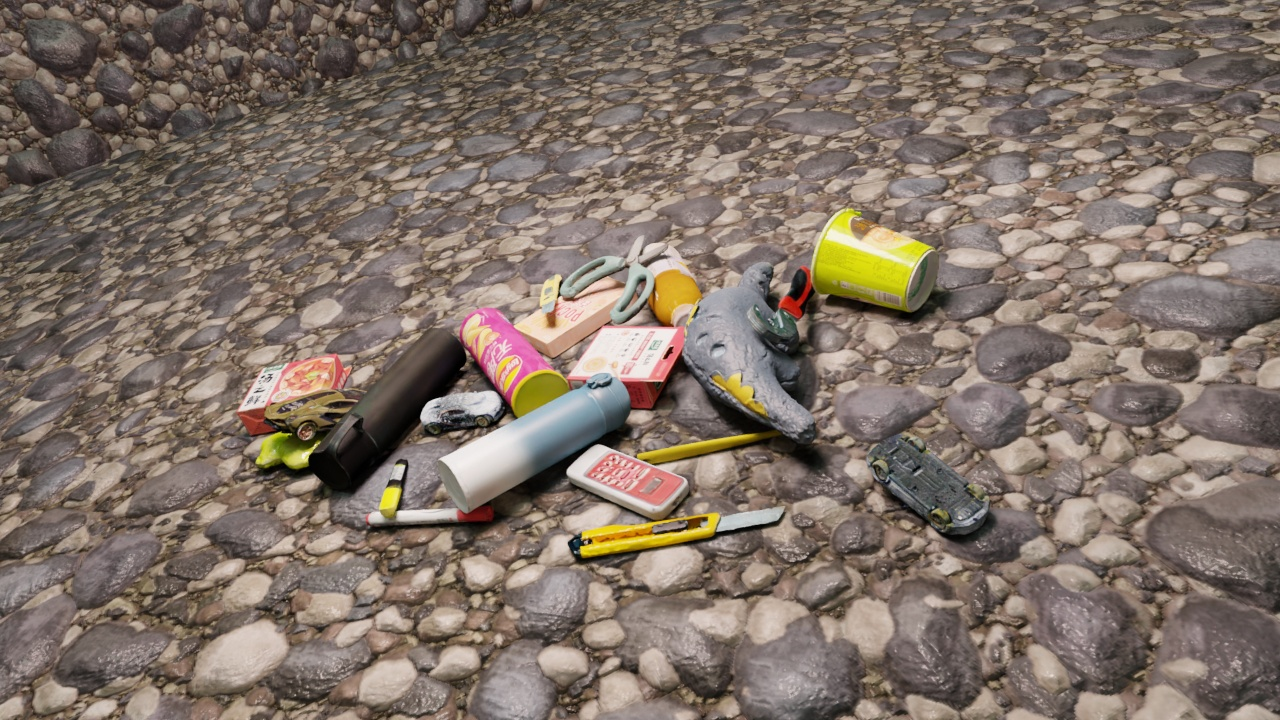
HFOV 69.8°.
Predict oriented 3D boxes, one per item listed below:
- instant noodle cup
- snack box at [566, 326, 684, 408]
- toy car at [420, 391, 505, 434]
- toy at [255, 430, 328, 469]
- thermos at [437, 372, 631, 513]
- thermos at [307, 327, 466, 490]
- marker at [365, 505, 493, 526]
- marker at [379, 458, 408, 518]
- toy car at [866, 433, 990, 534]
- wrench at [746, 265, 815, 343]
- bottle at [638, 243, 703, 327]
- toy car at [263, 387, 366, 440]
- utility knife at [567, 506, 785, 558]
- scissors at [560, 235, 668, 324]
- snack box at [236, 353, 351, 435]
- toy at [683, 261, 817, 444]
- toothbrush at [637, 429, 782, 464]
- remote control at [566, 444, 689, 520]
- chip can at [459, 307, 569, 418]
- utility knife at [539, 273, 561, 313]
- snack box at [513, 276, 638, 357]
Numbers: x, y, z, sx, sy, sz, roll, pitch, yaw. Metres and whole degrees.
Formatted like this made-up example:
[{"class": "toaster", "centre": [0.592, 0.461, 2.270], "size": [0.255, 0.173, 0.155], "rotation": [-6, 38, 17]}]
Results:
[{"class": "instant noodle cup", "centre": [0.289, -0.114, 1.111], "size": [0.123, 0.112, 0.111], "rotation": [25, 50, 34]}, {"class": "snack box", "centre": [-0.007, 0.006, 1.100], "size": [0.127, 0.044, 0.113], "rotation": [2, 36, 26]}, {"class": "toy car", "centre": [-0.218, 0.060, 1.121], "size": [0.106, 0.031, 0.048], "rotation": [-8, 35, 9]}, {"class": "toy", "centre": [-0.427, 0.107, 1.137], "size": [0.100, 0.031, 0.096], "rotation": [-17, 31, -2]}, {"class": "thermos", "centre": [-0.109, 0.084, 0.992], "size": [0.220, 0.070, 0.070], "rotation": [-29, 35, -26]}, {"class": "thermos", "centre": [-0.302, 0.049, 1.122], "size": [0.068, 0.090, 0.241], "rotation": [32, 45, 2]}, {"class": "marker", "centre": [-0.226, 0.167, 0.980], "size": [0.145, 0.017, 0.017], "rotation": [-5, 35, 15]}, {"class": "marker", "centre": [-0.274, 0.140, 1.024], "size": [0.018, 0.015, 0.124], "rotation": [-11, 21, -2]}, {"class": "toy car", "centre": [0.262, 0.114, 0.842], "size": [0.054, 0.037, 0.120], "rotation": [-29, 46, -21]}, {"class": "wrench", "centre": [0.178, -0.070, 1.085], "size": [0.016, 0.056, 0.272], "rotation": [-46, -3, 28]}, {"class": "bottle", "centre": [0.040, -0.090, 1.200], "size": [0.068, 0.068, 0.189], "rotation": [-17, 33, -3]}, {"class": "toy car", "centre": [-0.390, 0.061, 1.147], "size": [0.070, 0.042, 0.157], "rotation": [18, 22, 39]}, {"class": "utility knife", "centre": [0.033, 0.161, 0.883], "size": [0.216, 0.015, 0.033], "rotation": [-11, 36, 7]}, {"class": "scissors", "centre": [-0.038, -0.098, 1.207], "size": [0.172, 0.019, 0.169], "rotation": [-22, 37, 21]}, {"class": "snack box", "centre": [-0.465, 0.038, 1.240], "size": [0.113, 0.044, 0.127], "rotation": [-11, 33, 7]}, {"class": "toy", "centre": [0.117, -0.021, 1.046], "size": [0.138, 0.091, 0.355], "rotation": [1, 34, 2]}, {"class": "toothbrush", "centre": [0.090, 0.085, 0.972], "size": [0.190, 0.016, 0.016], "rotation": [-12, 29, 5]}, {"class": "remote control", "centre": [-0.015, 0.124, 0.953], "size": [0.136, 0.020, 0.055], "rotation": [17, 46, 39]}, {"class": "chip can", "centre": [-0.162, 0.002, 1.144], "size": [0.071, 0.071, 0.210], "rotation": [-26, 35, -16]}, {"class": "utility knife", "centre": [-0.125, -0.091, 1.283], "size": [0.031, 0.021, 0.204], "rotation": [-28, 22, 6]}, {"class": "snack box", "centre": [-0.087, -0.064, 1.252], "size": [0.157, 0.026, 0.084], "rotation": [-35, 37, -27]}]
